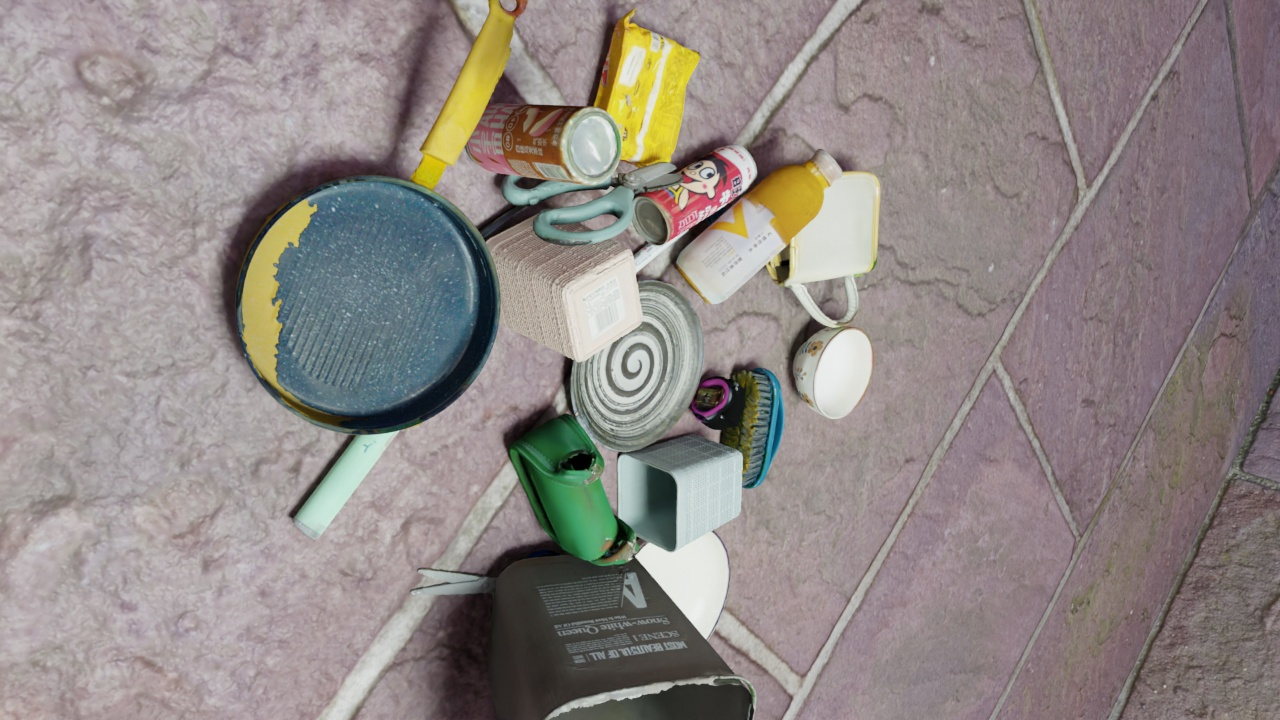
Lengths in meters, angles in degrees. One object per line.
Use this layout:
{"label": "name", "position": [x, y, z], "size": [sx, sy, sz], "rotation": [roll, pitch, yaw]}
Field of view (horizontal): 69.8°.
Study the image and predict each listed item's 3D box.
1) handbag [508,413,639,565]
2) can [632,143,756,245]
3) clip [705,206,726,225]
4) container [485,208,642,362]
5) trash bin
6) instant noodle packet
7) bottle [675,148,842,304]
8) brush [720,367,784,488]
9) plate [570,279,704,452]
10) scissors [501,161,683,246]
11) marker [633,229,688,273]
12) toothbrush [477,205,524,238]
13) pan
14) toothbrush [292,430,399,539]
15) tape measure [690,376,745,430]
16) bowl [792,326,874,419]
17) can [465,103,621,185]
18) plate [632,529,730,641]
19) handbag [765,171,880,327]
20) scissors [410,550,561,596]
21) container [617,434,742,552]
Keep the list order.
{"label": "handbag", "position": [-0.058, 0.122, 0.860], "size": [0.067, 0.120, 0.131], "rotation": [-32, 124, -24]}
{"label": "can", "position": [0.055, -0.167, 0.914], "size": [0.132, 0.053, 0.053], "rotation": [-36, 124, -29]}
{"label": "clip", "position": [0.089, -0.138, 0.980], "size": [0.025, 0.032, 0.057], "rotation": [-46, 121, -24]}
{"label": "container", "position": [-0.064, -0.064, 0.791], "size": [0.090, 0.111, 0.090], "rotation": [-34, 133, -30]}
{"label": "trash bin", "position": [-0.038, 0.298, 0.830], "size": [0.198, 0.219, 0.199], "rotation": [0, 115, -22]}
{"label": "instant noodle packet", "position": [0.001, -0.245, 0.849], "size": [0.110, 0.044, 0.128], "rotation": [7, 102, -49]}
{"label": "bottle", "position": [0.123, -0.139, 0.934], "size": [0.189, 0.068, 0.068], "rotation": [-42, 131, 5]}
{"label": "brush", "position": [0.134, 0.079, 1.061], "size": [0.073, 0.055, 0.144], "rotation": [-1, 104, -40]}
{"label": "plate", "position": [-0.006, 0.005, 0.937], "size": [0.179, 0.024, 0.179], "rotation": [-14, 111, -40]}
{"label": "scissors", "position": [-0.025, -0.139, 0.795], "size": [0.179, 0.143, 0.019], "rotation": [-11, 139, -23]}
{"label": "marker", "position": [-0.002, -0.098, 0.910], "size": [0.145, 0.017, 0.017], "rotation": [-42, 127, -25]}
{"label": "toothbrush", "position": [-0.120, -0.120, 0.799], "size": [0.180, 0.016, 0.018], "rotation": [-40, 135, -27]}
{"label": "pan", "position": [-0.169, -0.113, 0.688], "size": [0.197, 0.078, 0.357], "rotation": [20, 92, -33]}
{"label": "toothbrush", "position": [-0.210, 0.049, 0.765], "size": [0.027, 0.026, 0.224], "rotation": [36, 76, -5]}
{"label": "tape measure", "position": [0.084, 0.046, 1.004], "size": [0.039, 0.058, 0.057], "rotation": [38, 59, -40]}
{"label": "bowl", "position": [0.226, 0.010, 1.117], "size": [0.113, 0.062, 0.113], "rotation": [-13, 110, -38]}
{"label": "can", "position": [-0.080, -0.173, 0.727], "size": [0.057, 0.147, 0.058], "rotation": [-14, 112, -38]}
{"label": "plate", "position": [0.021, 0.267, 1.031], "size": [0.192, 0.039, 0.192], "rotation": [-14, 112, -38]}
{"label": "handbag", "position": [0.205, -0.123, 1.049], "size": [0.163, 0.063, 0.179], "rotation": [-12, 104, -39]}
{"label": "scissors", "position": [-0.139, 0.208, 0.889], "size": [0.132, 0.012, 0.172], "rotation": [-50, 129, -16]}
{"label": "container", "position": [0.046, 0.135, 0.979], "size": [0.111, 0.090, 0.090], "rotation": [-16, 114, -41]}
